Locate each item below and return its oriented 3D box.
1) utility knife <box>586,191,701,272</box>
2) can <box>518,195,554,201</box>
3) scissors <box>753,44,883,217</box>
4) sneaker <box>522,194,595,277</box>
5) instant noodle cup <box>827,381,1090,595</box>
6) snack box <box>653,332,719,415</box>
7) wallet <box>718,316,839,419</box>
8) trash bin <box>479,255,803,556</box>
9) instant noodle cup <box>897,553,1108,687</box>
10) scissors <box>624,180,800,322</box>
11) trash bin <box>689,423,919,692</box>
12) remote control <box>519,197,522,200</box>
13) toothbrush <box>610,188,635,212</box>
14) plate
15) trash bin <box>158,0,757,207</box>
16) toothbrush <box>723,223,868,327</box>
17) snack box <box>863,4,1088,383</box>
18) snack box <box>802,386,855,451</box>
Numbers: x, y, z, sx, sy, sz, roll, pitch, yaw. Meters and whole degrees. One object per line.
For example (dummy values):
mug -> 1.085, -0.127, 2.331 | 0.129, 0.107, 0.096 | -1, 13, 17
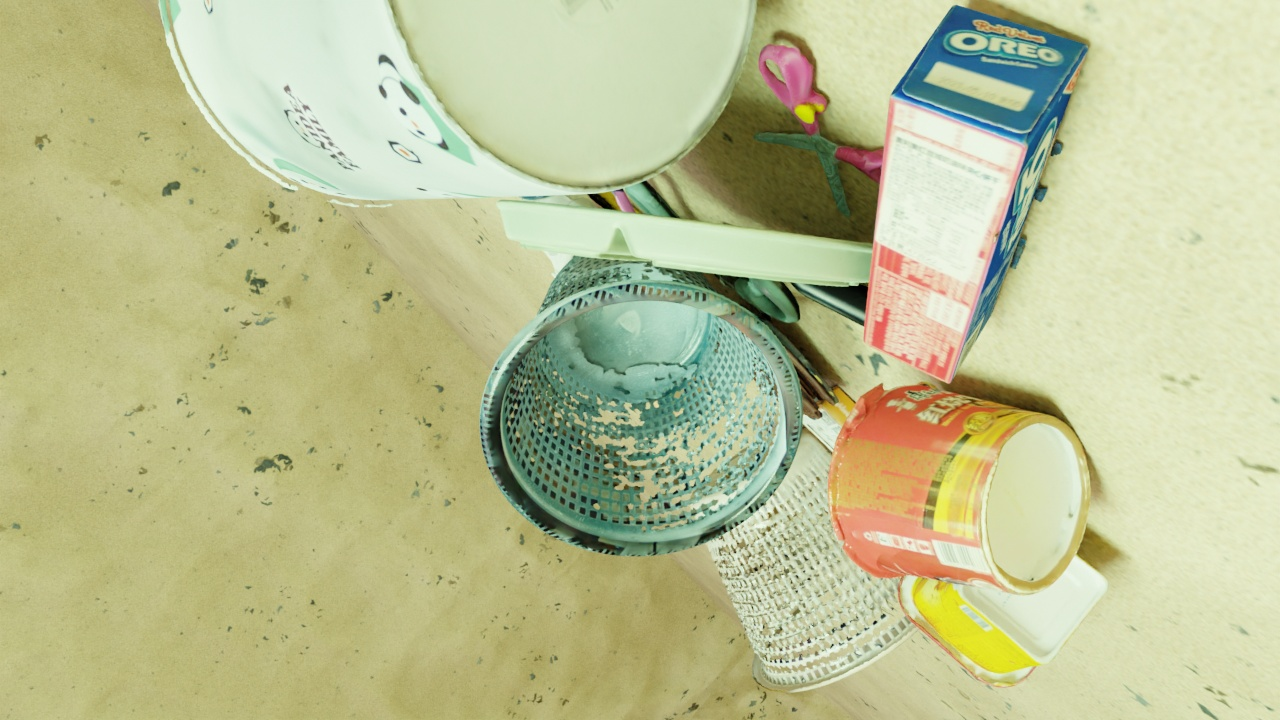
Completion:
utility knife -> -0.032, -0.146, 0.834 | 0.230, 0.015, 0.033 | 41, 166, 16
can -> -0.097, -0.193, 0.744 | 0.075, 0.075, 0.111 | 32, 164, 43
scissors -> 0.104, -0.118, 0.501 | 0.136, 0.017, 0.133 | 33, 168, 37
sneaker -> -0.036, -0.082, 0.882 | 0.091, 0.089, 0.242 | 35, 168, 23
instant noodle cup -> 0.206, 0.085, 0.585 | 0.138, 0.137, 0.109 | 50, 158, -26
snack box -> 0.033, -0.012, 0.891 | 0.094, 0.092, 0.077 | 46, 168, -10
wallet -> 0.109, -0.005, 0.796 | 0.101, 0.032, 0.124 | 49, 175, -19
trash bin -> -0.004, 0.004, 0.721 | 0.226, 0.227, 0.194 | 50, -165, -25
instant noodle cup -> 0.268, 0.168, 0.672 | 0.116, 0.116, 0.124 | 41, 171, 15
scissors -> 0.056, -0.081, 0.700 | 0.170, 0.019, 0.175 | 40, -179, -14
trash bin -> 0.158, 0.176, 0.901 | 0.192, 0.227, 0.228 | 57, 167, -1
remote control -> -0.105, -0.177, 0.931 | 0.058, 0.021, 0.150 | 43, 170, 5
toothbrush -> -0.041, -0.175, 0.707 | 0.018, 0.014, 0.189 | 4, 129, 58
plate -> 0.030, -0.068, 0.537 | 0.230, 0.027, 0.230 | 7, -173, -1
trash bin -> -0.092, -0.184, 0.461 | 0.252, 0.229, 0.229 | 18, 152, 51
toothbrush -> 0.121, -0.055, 0.631 | 0.213, 0.026, 0.027 | 37, 160, 46
snack box -> 0.146, -0.063, 0.426 | 0.058, 0.057, 0.208 | 30, 163, 22
snack box -> 0.209, 0.088, 0.817 | 0.154, 0.026, 0.075 | 44, 168, 0
